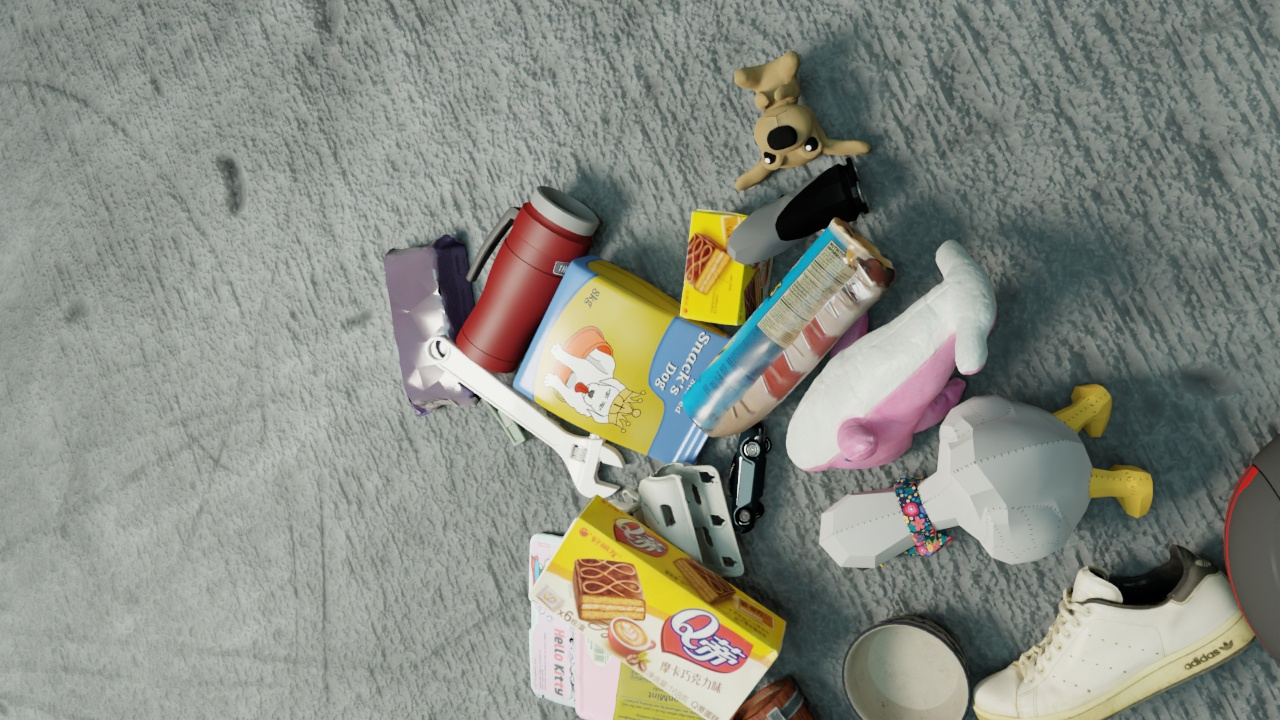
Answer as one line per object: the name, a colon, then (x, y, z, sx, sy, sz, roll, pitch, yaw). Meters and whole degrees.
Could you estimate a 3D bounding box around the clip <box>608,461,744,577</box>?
clip: (0.023, 0.171, 0.942, 0.152, 0.091, 0.126, -7, 103, 32)

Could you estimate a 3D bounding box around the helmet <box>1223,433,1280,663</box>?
helmet: (0.526, 0.146, 0.668, 0.170, 0.164, 0.264, -15, 87, 25)

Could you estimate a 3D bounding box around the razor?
razor: (0.145, -0.133, 0.850, 0.156, 0.060, 0.057, -26, 107, -8)

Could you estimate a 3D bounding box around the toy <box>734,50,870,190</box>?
toy: (0.137, -0.230, 0.868, 0.134, 0.105, 0.108, -13, 99, 22)

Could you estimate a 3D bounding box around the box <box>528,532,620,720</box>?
box: (-0.068, 0.302, 1.032, 0.155, 0.044, 0.201, 3, 96, 26)

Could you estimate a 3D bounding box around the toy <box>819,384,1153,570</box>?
toy: (0.280, 0.110, 0.778, 0.268, 0.247, 0.140, -19, 68, 7)

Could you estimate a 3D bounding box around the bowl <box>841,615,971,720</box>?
bowl: (0.255, 0.295, 0.868, 0.116, 0.059, 0.115, 2, 95, 25)

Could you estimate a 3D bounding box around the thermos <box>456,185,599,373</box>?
thermos: (-0.134, -0.094, 1.010, 0.108, 0.083, 0.199, 38, 111, 17)

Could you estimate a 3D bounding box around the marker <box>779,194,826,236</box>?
marker: (0.188, -0.120, 0.888, 0.138, 0.022, 0.016, 41, 104, 18)

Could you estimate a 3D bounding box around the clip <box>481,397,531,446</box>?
clip: (-0.154, 0.063, 1.065, 0.023, 0.035, 0.074, -33, 86, 22)

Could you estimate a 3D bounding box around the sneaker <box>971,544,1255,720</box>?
sneaker: (0.383, 0.235, 0.784, 0.242, 0.088, 0.102, -33, 89, 19)

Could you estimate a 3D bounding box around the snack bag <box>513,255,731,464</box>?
snack bag: (-0.006, 0.006, 0.956, 0.205, 0.102, 0.159, 30, 106, 8)

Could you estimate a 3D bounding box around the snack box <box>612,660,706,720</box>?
snack box: (0.039, 0.322, 0.965, 0.121, 0.045, 0.181, 7, 93, 7)

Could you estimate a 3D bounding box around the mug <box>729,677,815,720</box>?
mug: (0.153, 0.384, 0.898, 0.081, 0.117, 0.111, -34, 81, -13)

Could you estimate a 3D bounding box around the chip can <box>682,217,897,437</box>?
chip can: (0.136, -0.021, 0.857, 0.080, 0.079, 0.230, 46, 113, 15)

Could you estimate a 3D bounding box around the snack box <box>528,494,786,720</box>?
snack box: (0.017, 0.243, 0.898, 0.230, 0.061, 0.110, 33, 110, 5)

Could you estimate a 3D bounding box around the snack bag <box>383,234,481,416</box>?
snack bag: (-0.246, -0.040, 1.082, 0.096, 0.058, 0.205, -10, 89, 25)

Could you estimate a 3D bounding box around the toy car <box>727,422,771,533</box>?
toy car: (0.108, 0.118, 0.932, 0.034, 0.046, 0.112, 8, 96, 23)

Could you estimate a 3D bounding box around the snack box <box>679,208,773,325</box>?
snack box: (0.088, -0.091, 0.904, 0.061, 0.083, 0.106, 11, 99, 26)

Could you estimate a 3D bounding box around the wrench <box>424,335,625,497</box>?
wrench: (-0.131, 0.058, 1.027, 0.273, 0.018, 0.066, 36, 104, 6)

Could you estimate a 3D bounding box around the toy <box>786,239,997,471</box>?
toy: (0.237, 0.023, 0.826, 0.127, 0.186, 0.266, 22, 133, -15)
